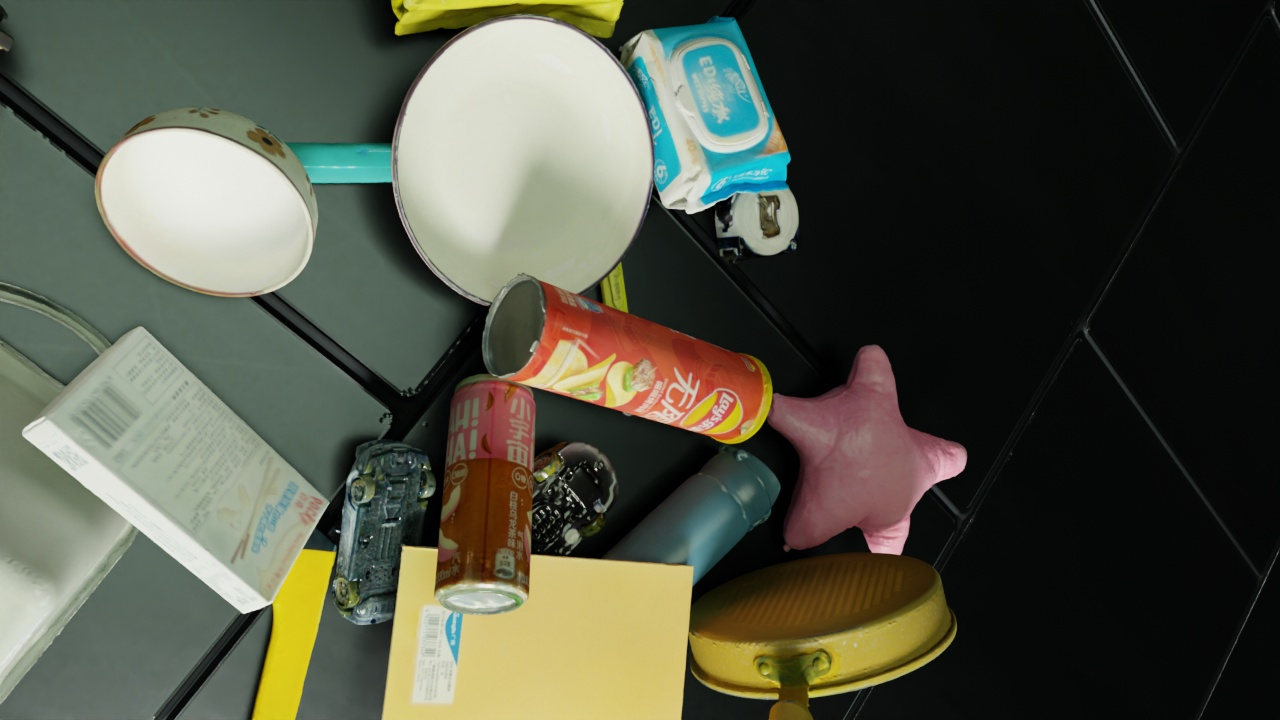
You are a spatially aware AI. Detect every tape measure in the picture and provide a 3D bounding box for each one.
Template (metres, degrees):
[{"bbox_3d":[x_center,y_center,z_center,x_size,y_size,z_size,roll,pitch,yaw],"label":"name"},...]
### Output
[{"bbox_3d":[0.093,-0.114,0.733,0.065,0.034,0.066,-14,101,-29],"label":"tape measure"}]

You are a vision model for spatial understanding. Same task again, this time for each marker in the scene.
[{"bbox_3d":[-0.015,-0.018,0.691,0.018,0.015,0.124,-12,101,-25],"label":"marker"}]

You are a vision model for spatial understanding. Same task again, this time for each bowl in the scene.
[{"bbox_3d":[-0.239,-0.098,0.523,0.113,0.114,0.062,27,39,-28],"label":"bowl"}]

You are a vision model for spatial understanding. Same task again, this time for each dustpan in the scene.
[{"bbox_3d":[-0.402,0.087,0.489,0.258,0.142,0.222,-40,114,11],"label":"dustpan"}]

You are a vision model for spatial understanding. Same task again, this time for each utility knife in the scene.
[{"bbox_3d":[-0.191,-0.128,0.587,0.160,0.013,0.029,-6,94,-27],"label":"utility knife"},{"bbox_3d":[-0.228,0.189,0.587,0.033,0.015,0.173,15,86,-30],"label":"utility knife"}]

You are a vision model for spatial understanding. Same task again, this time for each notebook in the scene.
[{"bbox_3d":[-0.064,0.203,0.613,0.206,0.010,0.145,8,81,-21],"label":"notebook"}]

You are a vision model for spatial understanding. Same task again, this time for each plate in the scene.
[{"bbox_3d":[-0.080,-0.131,0.620,0.192,0.039,0.192,-10,110,-32],"label":"plate"}]

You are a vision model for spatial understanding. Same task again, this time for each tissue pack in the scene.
[{"bbox_3d":[0.047,-0.180,0.670,0.089,0.063,0.140,-18,86,-23],"label":"tissue pack"}]

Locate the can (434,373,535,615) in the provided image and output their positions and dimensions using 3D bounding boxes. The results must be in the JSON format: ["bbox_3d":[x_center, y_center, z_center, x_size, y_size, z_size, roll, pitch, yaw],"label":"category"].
[{"bbox_3d":[-0.098,0.085,0.591,0.058,0.058,0.147,17,54,-29],"label":"can"}]

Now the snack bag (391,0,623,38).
[{"bbox_3d":[-0.105,-0.331,0.588,0.157,0.068,0.246,-14,100,-27],"label":"snack bag"}]

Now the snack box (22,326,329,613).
[{"bbox_3d":[-0.256,0.063,0.525,0.157,0.027,0.084,53,28,-26],"label":"snack box"}]

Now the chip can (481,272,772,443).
[{"bbox_3d":[-0.004,0.004,0.649,0.216,0.073,0.073,18,85,-37],"label":"chip can"}]

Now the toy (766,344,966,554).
[{"bbox_3d":[0.174,0.087,0.773,0.194,0.075,0.178,44,83,-20],"label":"toy"}]

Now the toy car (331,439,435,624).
[{"bbox_3d":[-0.170,0.112,0.600,0.054,0.037,0.120,2,99,-48],"label":"toy car"}]

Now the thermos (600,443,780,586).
[{"bbox_3d":[0.017,0.151,0.692,0.220,0.070,0.070,-39,111,-21],"label":"thermos"}]

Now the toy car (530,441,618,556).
[{"bbox_3d":[-0.081,0.122,0.648,0.158,0.042,0.070,-42,112,-17],"label":"toy car"}]

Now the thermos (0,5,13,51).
[{"bbox_3d":[-0.379,-0.137,0.445,0.093,0.093,0.143,28,89,-28],"label":"thermos"}]

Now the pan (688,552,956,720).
[{"bbox_3d":[0.107,0.217,0.611,0.356,0.198,0.078,-17,94,-69],"label":"pan"}]
